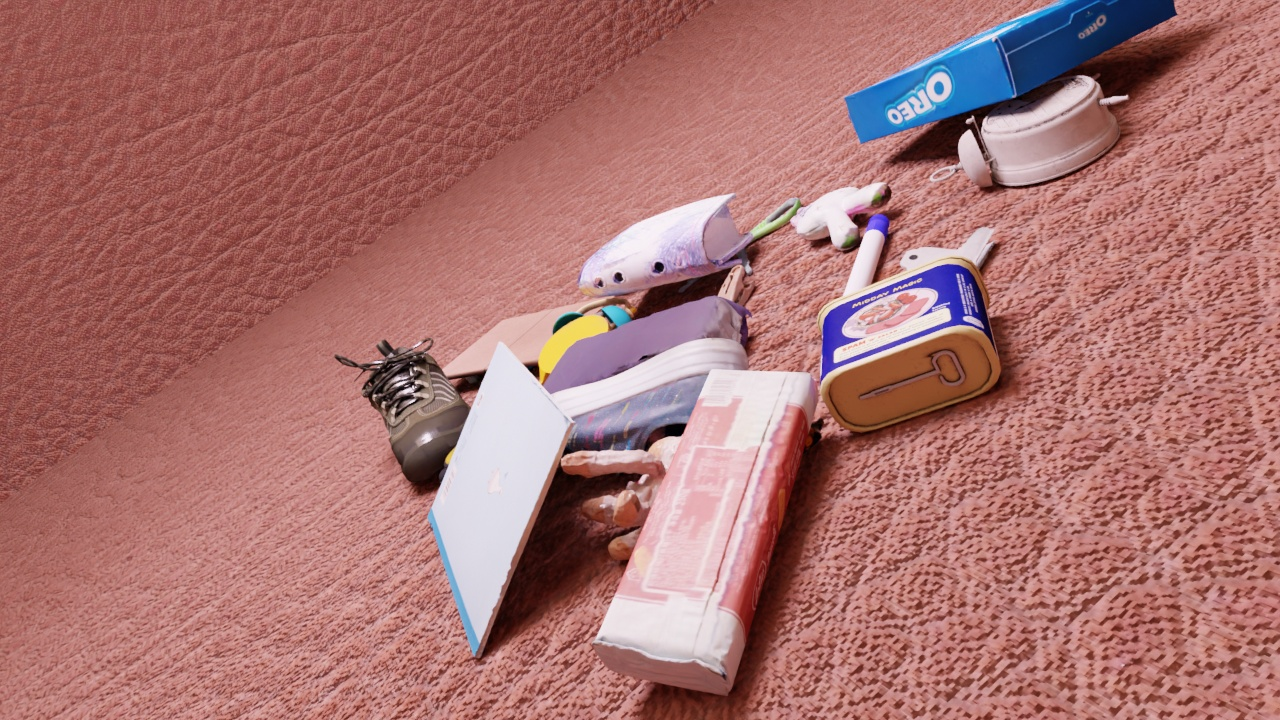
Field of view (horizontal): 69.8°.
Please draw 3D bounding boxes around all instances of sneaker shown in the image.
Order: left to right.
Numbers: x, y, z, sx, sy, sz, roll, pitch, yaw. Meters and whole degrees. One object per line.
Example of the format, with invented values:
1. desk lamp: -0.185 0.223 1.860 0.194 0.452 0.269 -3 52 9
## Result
1. sneaker: -0.251 0.029 0.995 0.101 0.143 0.238 -35 23 -5
2. sneaker: -0.013 0.059 0.727 0.236 0.087 0.079 -23 59 32

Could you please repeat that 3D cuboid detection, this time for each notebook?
1. notebook: -0.121 0.094 0.736 0.181 0.009 0.253 -67 23 6
2. notebook: -0.141 -0.025 1.105 0.210 0.008 0.141 -9 27 42

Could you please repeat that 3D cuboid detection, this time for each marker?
1. marker: 0.193 -0.082 0.784 0.020 0.020 0.141 -17 29 35

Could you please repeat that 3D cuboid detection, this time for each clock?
1. clock: -0.058 -0.019 0.962 0.099 0.044 0.129 -6 43 38
2. clock: 0.322 -0.192 0.780 0.157 0.061 0.103 -22 24 20

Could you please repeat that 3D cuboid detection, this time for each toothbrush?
1. toothbrush: -0.165 0.013 1.085 0.135 0.017 0.022 -9 32 41

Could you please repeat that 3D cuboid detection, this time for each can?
1. can: 0.176 -0.010 0.612 0.116 0.056 0.092 -22 26 25

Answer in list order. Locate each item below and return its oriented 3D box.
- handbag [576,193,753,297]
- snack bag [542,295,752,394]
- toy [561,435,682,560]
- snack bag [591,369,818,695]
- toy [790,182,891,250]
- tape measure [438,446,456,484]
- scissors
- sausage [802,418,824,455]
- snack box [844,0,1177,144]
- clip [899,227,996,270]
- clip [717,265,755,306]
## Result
1. handbag: 0.027 -0.110 0.966 0.159 0.069 0.126 -12 21 34
2. snack bag: -0.005 0.005 0.819 0.206 0.058 0.096 -17 28 28
3. toy: 0.008 0.080 0.631 0.106 0.085 0.074 -28 42 -12
4. snack bag: 0.048 0.091 0.555 0.078 0.041 0.224 3 45 25
5. toy: 0.188 -0.143 0.895 0.079 0.038 0.123 -46 22 -11
6. tape measure: -0.160 0.094 0.883 0.062 0.034 0.061 -27 21 12
7. scissors: 0.105 -0.126 1.009 0.171 0.023 0.172 -36 28 -10
8. sausage: 0.064 0.087 0.611 0.155 0.020 0.020 -38 23 -11
9. snack box: 0.340 -0.288 0.878 0.195 0.056 0.239 -28 11 -15
10. clip: 0.232 -0.063 0.704 0.056 0.045 0.101 1 39 44
11. clip: 0.089 -0.068 0.882 0.058 0.052 0.026 -15 8 -37
